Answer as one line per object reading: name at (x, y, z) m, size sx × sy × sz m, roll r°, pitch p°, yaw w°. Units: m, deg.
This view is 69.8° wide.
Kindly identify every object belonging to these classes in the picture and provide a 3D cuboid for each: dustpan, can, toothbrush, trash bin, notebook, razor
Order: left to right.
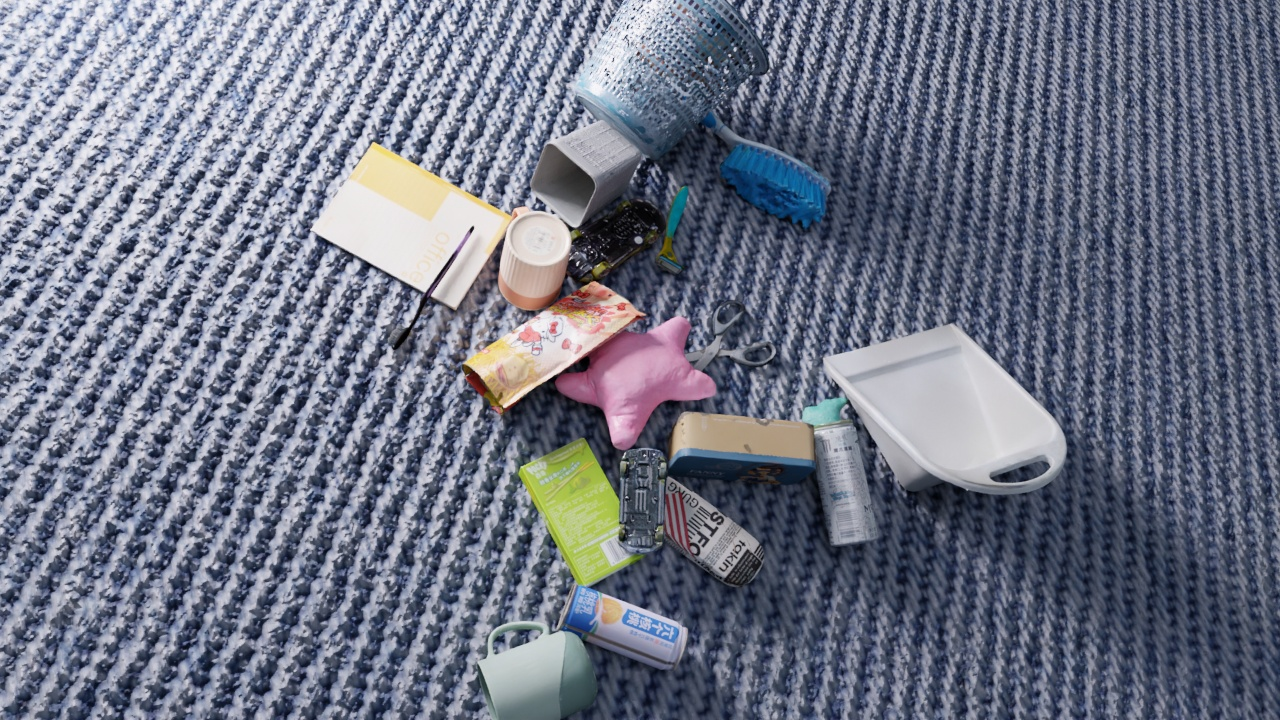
notebook at (-0.286, -0.171, 1.157) m, size 0.206 × 0.010 × 0.145 m, roll 29°, pitch 74°, yaw 1°
toothbrush at (-0.255, -0.092, 1.126) m, size 0.017 × 0.014 × 0.188 m, roll 24°, pitch 71°, yaw 15°
can at (-0.019, 0.291, 0.996) m, size 0.134 × 0.053 × 0.053 m, roll 22°, pitch 63°, yaw -3°
trash bin at (0.025, -0.388, 1.228) m, size 0.226 × 0.226 × 0.195 m, roll 40°, pitch 94°, yaw 7°
razor at (0.047, -0.180, 1.243) m, size 0.043 × 0.028 × 0.132 m, roll 25°, pitch 63°, yaw -28°
can at (0.243, 0.148, 1.105) m, size 0.058 × 0.058 × 0.146 m, roll -7°, pitch 80°, yaw -16°
dustpan at (0.399, 0.059, 1.154) m, size 0.222 × 0.143 × 0.257 m, roll -14°, pitch 71°, yaw -19°

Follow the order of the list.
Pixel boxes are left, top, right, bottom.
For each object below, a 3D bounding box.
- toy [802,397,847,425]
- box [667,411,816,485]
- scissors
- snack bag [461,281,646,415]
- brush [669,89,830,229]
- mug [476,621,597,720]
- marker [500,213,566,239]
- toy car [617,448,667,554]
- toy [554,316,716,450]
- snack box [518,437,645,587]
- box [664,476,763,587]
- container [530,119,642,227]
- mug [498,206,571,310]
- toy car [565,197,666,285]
toy at (0.234, 0.097, 1.160) m, size 0.096 × 0.030 × 0.092 m, roll -17°, pitch 69°, yaw -12°
box at (0.113, 0.106, 1.094) m, size 0.184 × 0.090 × 0.060 m, roll 3°, pitch 66°, yaw -9°
scissors at (0.096, -0.011, 1.188) m, size 0.159 × 0.014 × 0.177 m, roll 17°, pitch 65°, yaw -2°
snack bag at (-0.106, -0.021, 1.101) m, size 0.207 × 0.073 × 0.129 m, roll -37°, pitch 36°, yaw -19°
brush at (0.133, -0.302, 1.311) m, size 0.314 × 0.061 × 0.109 m, roll 28°, pitch 57°, yaw 3°
mug at (-0.110, 0.321, 0.948) m, size 0.106 × 0.082 × 0.111 m, roll -17°, pitch 58°, yaw -19°
marker at (-0.153, -0.174, 1.200) m, size 0.145 × 0.017 × 0.017 m, roll -17°, pitch 71°, yaw -20°
toy car at (0.003, 0.159, 1.040) m, size 0.054 × 0.037 × 0.120 m, roll 1°, pitch 72°, yaw 5°
toy at (-0.007, 0.007, 1.121) m, size 0.194 × 0.075 × 0.178 m, roll -33°, pitch 64°, yaw -25°
snack box at (-0.067, 0.174, 1.054) m, size 0.085 × 0.026 × 0.156 m, roll -25°, pitch 74°, yaw -22°
box at (0.069, 0.196, 1.062) m, size 0.164 × 0.055 × 0.070 m, roll 34°, pitch 81°, yaw 7°
container at (-0.067, -0.250, 1.206) m, size 0.090 × 0.090 × 0.114 m, roll 42°, pitch 49°, yaw 8°
mug at (-0.135, -0.136, 1.136) m, size 0.081 × 0.106 × 0.114 m, roll -12°, pitch 69°, yaw -18°
toy car at (-0.035, -0.157, 1.205) m, size 0.157 × 0.042 × 0.070 m, roll -35°, pitch 78°, yaw -21°
